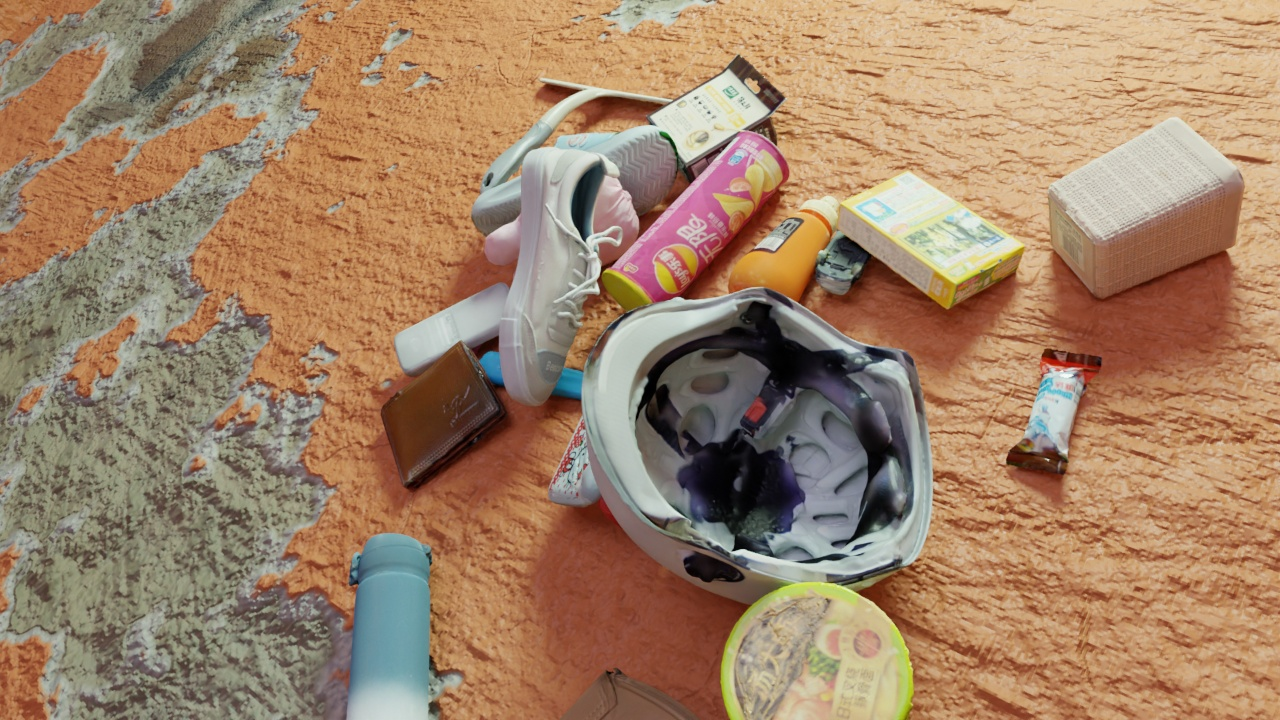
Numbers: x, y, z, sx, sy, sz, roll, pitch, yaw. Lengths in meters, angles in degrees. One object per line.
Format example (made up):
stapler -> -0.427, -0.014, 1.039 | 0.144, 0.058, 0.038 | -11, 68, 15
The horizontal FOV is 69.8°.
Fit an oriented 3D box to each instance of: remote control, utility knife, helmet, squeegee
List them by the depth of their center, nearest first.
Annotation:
helmet -> 0.075, 0.075, 0.675 | 0.258, 0.146, 0.228 | 13, 55, -4
utility knife -> -0.095, 0.018, 0.899 | 0.159, 0.018, 0.034 | 10, 73, 28
remote control -> -0.190, -0.032, 0.953 | 0.136, 0.020, 0.055 | -27, 57, 2
squeegee -> -0.104, -0.270, 1.065 | 0.247, 0.039, 0.245 | 21, 54, 35

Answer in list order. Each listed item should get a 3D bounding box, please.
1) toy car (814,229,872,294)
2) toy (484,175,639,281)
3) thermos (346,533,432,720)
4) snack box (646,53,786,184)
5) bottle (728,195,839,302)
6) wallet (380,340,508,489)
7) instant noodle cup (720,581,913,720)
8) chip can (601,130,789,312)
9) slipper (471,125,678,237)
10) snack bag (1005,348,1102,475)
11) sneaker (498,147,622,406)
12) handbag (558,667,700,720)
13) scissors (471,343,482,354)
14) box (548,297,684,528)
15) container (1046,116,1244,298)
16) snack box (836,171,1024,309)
toy car -> 0.192, -0.096, 0.844 | 0.043, 0.034, 0.090 | 18, 50, 23
toy -> -0.081, -0.133, 0.940 | 0.160, 0.121, 0.054 | -29, 36, 15
thermos -> -0.206, 0.247, 0.748 | 0.070, 0.070, 0.220 | -19, 50, 10
snack box -> 0.085, -0.259, 1.000 | 0.125, 0.053, 0.113 | -30, 49, 0
bottle -> 0.142, -0.102, 0.857 | 0.067, 0.067, 0.149 | 21, 59, 34
wallet -> -0.197, 0.054, 0.901 | 0.124, 0.032, 0.101 | -39, 53, 6
instant noodle cup -> 0.120, 0.213, 0.586 | 0.112, 0.123, 0.111 | -9, 59, 16
chip can -> 0.057, -0.133, 0.908 | 0.071, 0.071, 0.210 | 32, 72, 37
slipper -> -0.071, -0.191, 0.989 | 0.246, 0.104, 0.074 | -16, 56, 22
snack bag -> 0.314, 0.038, 0.697 | 0.048, 0.026, 0.104 | 10, 59, 43
sneaker -> -0.067, -0.076, 0.847 | 0.091, 0.089, 0.242 | 6, 89, 24
handbag -> -0.029, 0.312, 0.604 | 0.204, 0.100, 0.148 | -43, 43, -10
scissors -> -0.155, -0.027, 0.961 | 0.138, 0.017, 0.083 | -13, 51, 10
box -> 0.000, 0.047, 0.793 | 0.102, 0.095, 0.201 | 3, 60, 45
container -> 0.398, -0.118, 0.736 | 0.111, 0.090, 0.090 | -26, 49, 7
snack box -> 0.252, -0.110, 0.809 | 0.086, 0.034, 0.140 | -27, 49, -22
